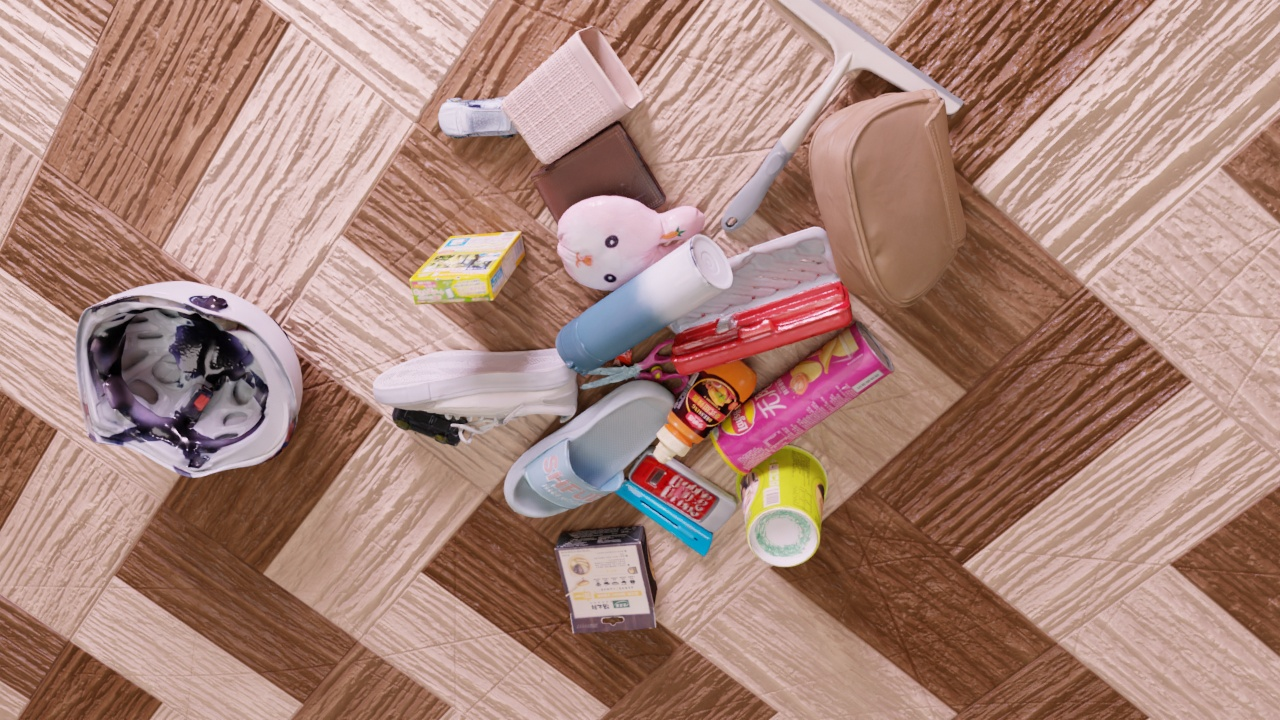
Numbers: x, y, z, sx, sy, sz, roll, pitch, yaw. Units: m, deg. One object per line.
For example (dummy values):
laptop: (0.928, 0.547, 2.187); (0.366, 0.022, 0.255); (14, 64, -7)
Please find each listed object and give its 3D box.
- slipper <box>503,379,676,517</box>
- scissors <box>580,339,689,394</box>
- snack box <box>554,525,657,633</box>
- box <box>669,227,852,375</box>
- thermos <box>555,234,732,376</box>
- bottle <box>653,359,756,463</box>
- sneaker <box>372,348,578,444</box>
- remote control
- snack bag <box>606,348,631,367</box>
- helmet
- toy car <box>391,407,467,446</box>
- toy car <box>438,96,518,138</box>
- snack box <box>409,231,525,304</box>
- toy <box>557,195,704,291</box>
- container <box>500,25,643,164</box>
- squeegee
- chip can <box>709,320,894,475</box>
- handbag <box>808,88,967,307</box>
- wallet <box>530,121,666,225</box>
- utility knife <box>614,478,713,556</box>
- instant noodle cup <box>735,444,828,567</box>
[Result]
slipper: (-0.054, 0.117, 1.088); (0.246, 0.074, 0.104); (-40, 129, 18)
scissors: (-0.008, 0.005, 1.063); (0.137, 0.017, 0.084); (3, 119, -8)
snack box: (-0.042, 0.281, 1.180); (0.113, 0.053, 0.126); (-6, 112, 11)
box: (0.116, -0.067, 0.988); (0.202, 0.095, 0.102); (-18, 111, 16)
thermos: (-0.004, -0.055, 0.982); (0.221, 0.070, 0.070); (-30, 106, 35)
bottle: (0.067, 0.057, 1.044); (0.067, 0.066, 0.149); (38, 96, -8)
sneaker: (-0.191, 0.043, 1.090); (0.242, 0.089, 0.091); (-4, 116, 3)
remote control: (0.052, 0.160, 1.133); (0.136, 0.020, 0.056); (34, 113, -6)
snack bag: (-0.016, -0.041, 1.055); (0.048, 0.026, 0.104); (19, 116, -14)
helmet: (-0.515, 0.009, 1.088); (0.258, 0.145, 0.229); (9, 115, -4)
toy car: (-0.261, 0.076, 1.133); (0.090, 0.042, 0.035); (21, 158, -2)
toy car: (-0.173, -0.259, 0.984); (0.090, 0.034, 0.043); (2, 116, 9)
snack box: (-0.184, -0.102, 0.993); (0.087, 0.140, 0.034); (-3, 114, 9)
toy: (-0.010, -0.127, 0.985); (0.159, 0.054, 0.121); (-5, 137, -6)
container: (-0.072, -0.267, 0.936); (0.111, 0.090, 0.090); (-31, 105, 22)
squeegee: (0.155, -0.229, 0.943); (0.246, 0.039, 0.247); (33, 114, -6)
chip can: (0.180, 0.044, 1.037); (0.211, 0.071, 0.071); (-38, 103, 20)
handbag: (0.244, -0.162, 0.908); (0.147, 0.100, 0.205); (-32, 122, -17)
wallet: (-0.046, -0.186, 0.997); (0.125, 0.032, 0.101); (-26, 109, 19)
utility knife: (0.025, 0.191, 1.151); (0.159, 0.018, 0.034); (35, 114, -5)
instant noodle cup: (0.165, 0.175, 1.065); (0.112, 0.123, 0.112); (3, 113, 7)
